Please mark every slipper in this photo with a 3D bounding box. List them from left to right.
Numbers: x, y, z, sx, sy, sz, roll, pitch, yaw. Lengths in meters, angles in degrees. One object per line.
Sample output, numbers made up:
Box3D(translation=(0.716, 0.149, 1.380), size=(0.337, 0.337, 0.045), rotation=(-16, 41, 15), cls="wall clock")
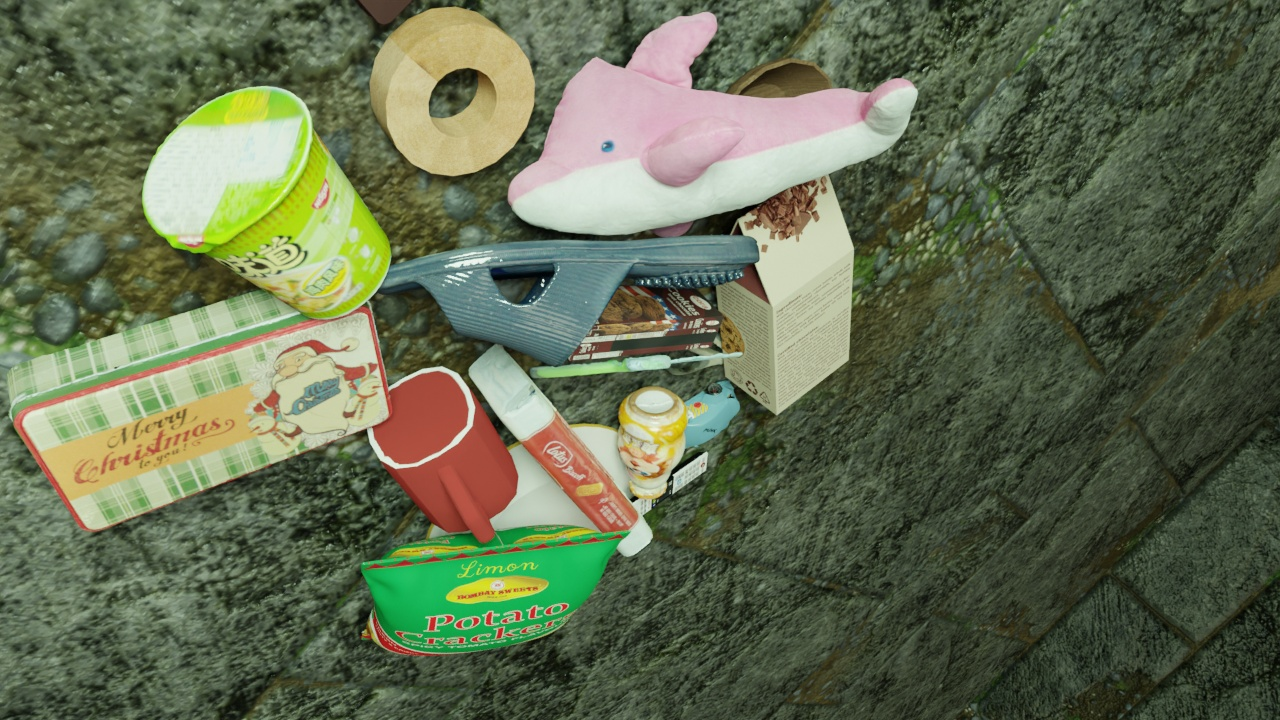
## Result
Box3D(translation=(-0.045, -0.039, 0.617), size=(0.263, 0.101, 0.082), rotation=(-6, 96, -15), cls="slipper")

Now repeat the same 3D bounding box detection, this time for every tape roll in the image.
Box3D(translation=(-0.111, -0.159, 0.548), size=(0.093, 0.027, 0.094), rotation=(-22, 138, -22), cls="tape roll")

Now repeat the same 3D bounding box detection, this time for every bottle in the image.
Box3D(translation=(0.010, 0.078, 0.841), size=(0.063, 0.063, 0.109), rotation=(-19, 133, -26), cls="bottle")

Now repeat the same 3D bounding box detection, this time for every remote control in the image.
Box3D(translation=(0.021, 0.130, 0.927), size=(0.124, 0.012, 0.028), rotation=(-31, 142, -31), cls="remote control")

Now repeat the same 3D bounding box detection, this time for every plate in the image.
Box3D(translation=(-0.092, 0.155, 0.867), size=(0.229, 0.021, 0.230), rotation=(-22, 138, -22), cls="plate")

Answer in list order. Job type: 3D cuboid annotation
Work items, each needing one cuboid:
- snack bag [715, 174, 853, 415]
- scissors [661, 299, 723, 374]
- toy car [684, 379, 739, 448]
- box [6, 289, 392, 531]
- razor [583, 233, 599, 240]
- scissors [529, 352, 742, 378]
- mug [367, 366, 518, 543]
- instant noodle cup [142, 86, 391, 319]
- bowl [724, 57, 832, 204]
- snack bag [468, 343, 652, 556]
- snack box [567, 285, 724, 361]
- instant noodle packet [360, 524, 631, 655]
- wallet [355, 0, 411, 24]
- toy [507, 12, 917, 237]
Box3D(translation=(0.124, -0.062, 0.789), size=(0.094, 0.070, 0.207), rotation=(-35, 141, -21), cls="snack bag")
Box3D(translation=(0.088, -0.013, 0.862), size=(0.169, 0.012, 0.133), rotation=(-9, 132, -33), cls="scissors")
Box3D(translation=(0.053, 0.065, 0.895), size=(0.107, 0.027, 0.060), rotation=(-30, 140, -13), cls="toy car")
Box3D(translation=(-0.265, 0.024, 0.580), size=(0.205, 0.050, 0.118), rotation=(-20, 136, -23), cls="box")
Box3D(translation=(-0.035, -0.094, 0.674), size=(0.026, 0.042, 0.106), rotation=(5, 114, -39), cls="razor")
Box3D(translation=(-0.004, 0.004, 0.728), size=(0.171, 0.021, 0.172), rotation=(-7, 175, 3), cls="scissors")
Box3D(translation=(-0.139, 0.078, 0.679), size=(0.080, 0.116, 0.097), rotation=(-29, 140, -8), cls="mug")
Box3D(translation=(-0.197, -0.079, 0.510), size=(0.099, 0.099, 0.108), rotation=(-38, 150, -3), cls="instant noodle cup")
Box3D(translation=(0.092, -0.177, 0.696), size=(0.117, 0.030, 0.118), rotation=(-22, 137, -22), cls="bowl")
Box3D(translation=(-0.061, 0.080, 0.755), size=(0.041, 0.077, 0.225), rotation=(-40, 134, -5), cls="snack bag")
Box3D(translation=(-0.005, -0.033, 0.736), size=(0.140, 0.051, 0.032), rotation=(-6, 130, -36), cls="snack box")
Box3D(translation=(-0.132, 0.193, 0.768), size=(0.195, 0.090, 0.253), rotation=(-3, 153, -19), cls="instant noodle packet")
Box3D(translation=(-0.122, -0.245, 0.470), size=(0.115, 0.018, 0.091), rotation=(-45, 141, -1), cls="wallet")
Box3D(translation=(0.040, -0.156, 0.598), size=(0.265, 0.128, 0.187), rotation=(-11, 177, -8), cls="toy")
